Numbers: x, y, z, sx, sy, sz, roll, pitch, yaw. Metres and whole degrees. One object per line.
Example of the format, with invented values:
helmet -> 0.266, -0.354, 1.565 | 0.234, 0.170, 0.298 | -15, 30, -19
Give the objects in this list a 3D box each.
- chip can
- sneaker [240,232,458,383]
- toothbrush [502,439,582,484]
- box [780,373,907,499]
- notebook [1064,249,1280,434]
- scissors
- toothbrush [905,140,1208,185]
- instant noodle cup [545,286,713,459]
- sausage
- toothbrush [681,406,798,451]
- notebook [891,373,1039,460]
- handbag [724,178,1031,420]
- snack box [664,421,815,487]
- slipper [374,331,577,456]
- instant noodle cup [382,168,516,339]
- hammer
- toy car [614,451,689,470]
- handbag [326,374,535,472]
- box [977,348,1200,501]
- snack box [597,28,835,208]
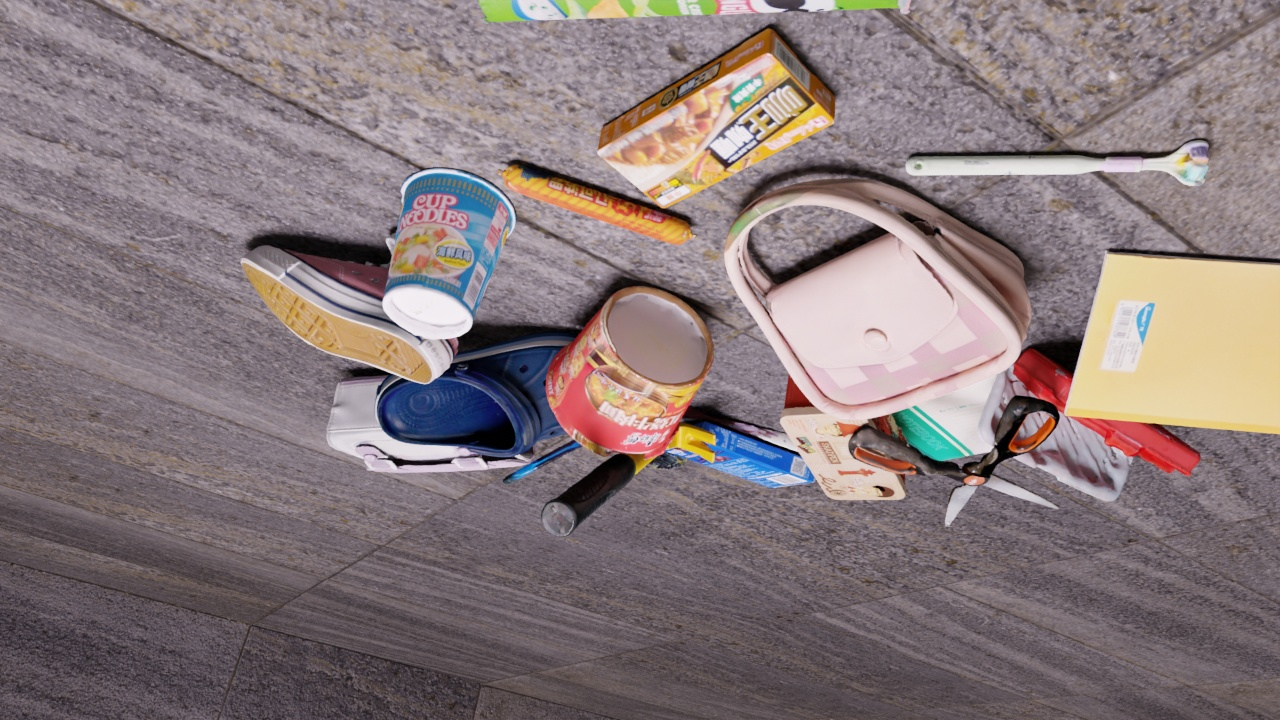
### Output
chip can -> 0.025, -0.221, 0.490 | 0.236, 0.072, 0.072 | 3, 149, 12
sneaker -> -0.253, -0.058, 0.832 | 0.241, 0.087, 0.118 | 21, 143, 23
toothbrush -> -0.080, 0.101, 1.058 | 0.190, 0.014, 0.016 | -29, 152, 15
box -> 0.210, 0.067, 0.917 | 0.091, 0.077, 0.168 | -5, 143, 29
notebook -> 0.455, -0.010, 0.717 | 0.206, 0.010, 0.146 | 4, 118, 7
scissors -> 0.299, 0.099, 0.846 | 0.221, 0.021, 0.234 | 10, 144, 0
toothbrush -> 0.278, -0.133, 0.622 | 0.190, 0.029, 0.020 | 3, -170, 14
instant noodle cup -> -0.005, 0.005, 0.832 | 0.138, 0.137, 0.109 | 18, 139, -15
sausage -> -0.033, -0.122, 0.722 | 0.165, 0.021, 0.022 | 16, 149, -13
toothbrush -> 0.123, 0.081, 1.030 | 0.187, 0.016, 0.017 | 17, 157, -12
notebook -> 0.312, 0.049, 0.930 | 0.151, 0.012, 0.209 | -19, 140, 41
handbag -> 0.170, -0.059, 0.728 | 0.234, 0.093, 0.194 | 36, 140, -26
snack box -> 0.114, 0.110, 1.053 | 0.157, 0.026, 0.085 | 21, 159, -23
slipper -> -0.133, 0.040, 0.895 | 0.252, 0.095, 0.105 | -4, 122, -6
instant noodle cup -> -0.158, -0.080, 0.739 | 0.099, 0.109, 0.099 | 6, 149, 3
hammer -> -0.016, 0.102, 0.877 | 0.129, 0.033, 0.300 | 6, -168, 19
toy car -> 0.010, 0.100, 1.077 | 0.105, 0.031, 0.049 | 24, 147, -32
handbag -> -0.233, 0.078, 1.049 | 0.197, 0.098, 0.145 | -4, 155, 18
box -> 0.407, 0.073, 0.854 | 0.201, 0.095, 0.100 | 25, 108, -24
snack box -> 0.049, -0.160, 0.629 | 0.154, 0.026, 0.075 | -20, 140, 40
